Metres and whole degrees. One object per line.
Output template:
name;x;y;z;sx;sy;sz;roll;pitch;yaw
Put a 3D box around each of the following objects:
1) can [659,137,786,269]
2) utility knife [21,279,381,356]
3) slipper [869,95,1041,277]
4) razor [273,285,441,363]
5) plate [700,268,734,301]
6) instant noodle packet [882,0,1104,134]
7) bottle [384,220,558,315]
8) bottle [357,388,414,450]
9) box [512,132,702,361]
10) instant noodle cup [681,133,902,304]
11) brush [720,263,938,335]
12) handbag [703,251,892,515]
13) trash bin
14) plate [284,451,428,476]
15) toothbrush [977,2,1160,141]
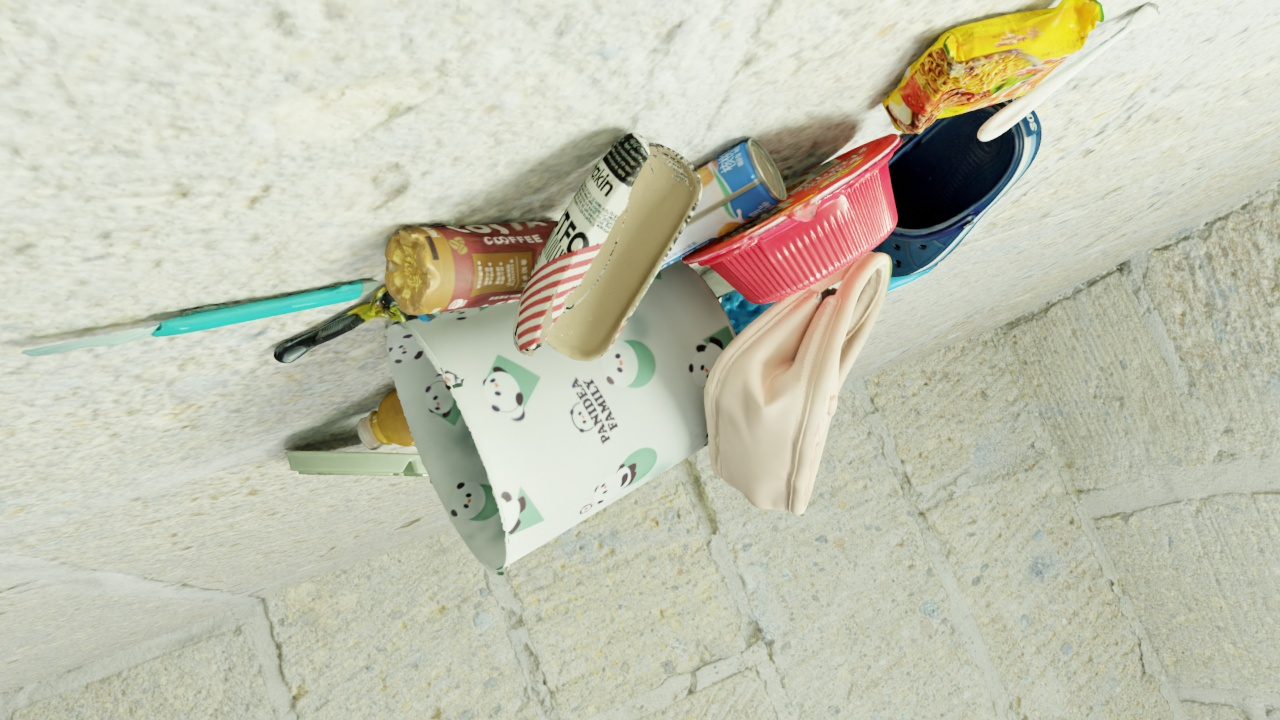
can;0.041;-0.114;0.706;0.135;0.053;0.053;-27;168;26
utility knife;-0.279;-0.029;0.605;0.221;0.013;0.029;-17;170;-36
slipper;0.251;-0.143;0.832;0.095;0.105;0.254;-24;170;-30
razor;-0.222;-0.028;0.702;0.143;0.022;0.043;-21;137;17
plate;0.135;-0.087;1.059;0.205;0.045;0.205;-21;168;-5
instant noodle packet;0.253;-0.213;0.669;0.128;0.044;0.111;-20;173;-12
bottle;-0.092;-0.070;0.654;0.174;0.057;0.058;-12;166;-44
bottle;-0.206;0.042;0.956;0.190;0.068;0.068;-24;169;12
box;-0.020;-0.069;0.615;0.087;0.076;0.163;20;109;-28
instant noodle cup;0.131;-0.105;0.733;0.194;0.066;0.193;-31;-169;6
brush;0.176;-0.059;0.953;0.314;0.060;0.109;-32;141;-3
handbag;0.150;0.002;0.784;0.233;0.093;0.194;-53;157;-25
trash bin;-0.061;0.029;0.808;0.251;0.229;0.230;-24;171;-24
plate;-0.292;0.122;1.067;0.230;0.027;0.230;1;172;0
toothbrush;0.337;-0.227;0.726;0.180;0.016;0.016;-36;176;-4
